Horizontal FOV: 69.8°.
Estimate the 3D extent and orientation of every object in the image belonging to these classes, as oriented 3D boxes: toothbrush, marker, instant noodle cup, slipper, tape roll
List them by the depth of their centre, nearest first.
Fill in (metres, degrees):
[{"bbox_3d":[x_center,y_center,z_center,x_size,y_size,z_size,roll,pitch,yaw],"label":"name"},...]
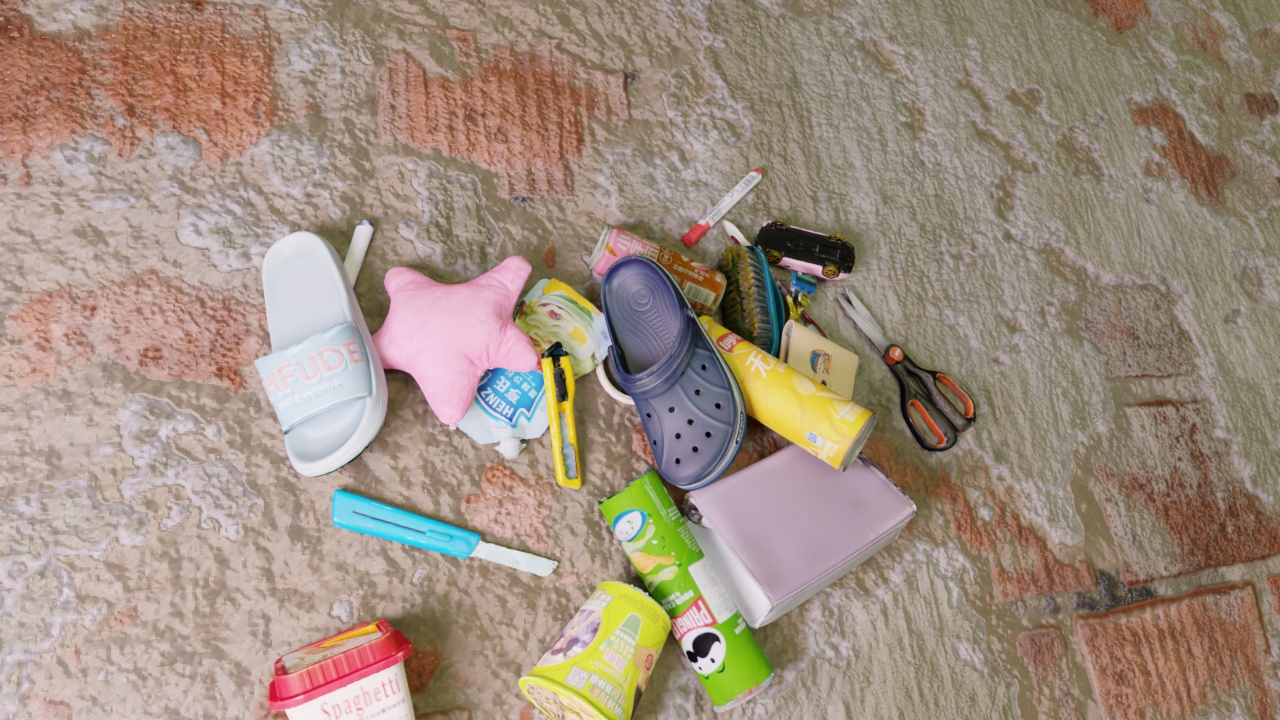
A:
[{"bbox_3d":[-0.241,0.299,0.774,0.116,0.117,0.124,-17,90,-23],"label":"instant noodle cup"},{"bbox_3d":[-0.033,0.276,0.852,0.111,0.112,0.123,37,58,-3],"label":"instant noodle cup"},{"bbox_3d":[-0.308,-0.015,0.858,0.104,0.074,0.245,-19,73,7],"label":"slipper"},{"bbox_3d":[0.026,0.003,0.921,0.105,0.095,0.252,-25,74,19],"label":"slipper"},{"bbox_3d":[-0.299,-0.086,0.932,0.022,0.018,0.130,13,68,-4],"label":"marker"},{"bbox_3d":[-0.006,0.006,0.999,0.085,0.014,0.085,6,70,-16],"label":"tape roll"},{"bbox_3d":[0.156,-0.092,1.087,0.017,0.016,0.187,-39,87,-16],"label":"toothbrush"},{"bbox_3d":[0.100,-0.185,1.098,0.017,0.017,0.145,44,64,0],"label":"marker"}]

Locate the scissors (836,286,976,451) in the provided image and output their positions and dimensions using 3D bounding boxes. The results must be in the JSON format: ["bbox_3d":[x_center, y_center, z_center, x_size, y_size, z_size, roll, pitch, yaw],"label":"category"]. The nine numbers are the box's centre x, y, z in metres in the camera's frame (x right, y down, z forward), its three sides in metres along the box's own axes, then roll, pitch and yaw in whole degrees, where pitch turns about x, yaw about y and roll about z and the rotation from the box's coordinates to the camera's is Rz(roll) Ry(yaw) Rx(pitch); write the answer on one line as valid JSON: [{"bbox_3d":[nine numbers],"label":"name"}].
[{"bbox_3d":[0.304,0.013,1.095,0.234,0.022,0.152,31,66,-7],"label":"scissors"}]

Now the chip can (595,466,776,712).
[{"bbox_3d":[0.044,0.223,0.910,0.072,0.072,0.236,-27,81,-24],"label":"chip can"}]

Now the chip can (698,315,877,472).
[{"bbox_3d":[0.137,0.033,0.962,0.213,0.072,0.071,32,62,21],"label":"chip can"}]

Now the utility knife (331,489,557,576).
[{"bbox_3d":[-0.187,0.171,0.882,0.225,0.018,0.034,19,66,-13],"label":"utility knife"}]

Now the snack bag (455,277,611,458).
[{"bbox_3d":[-0.116,0.008,0.951,0.110,0.039,0.190,43,68,-7],"label":"snack bag"}]

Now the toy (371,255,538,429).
[{"bbox_3d":[-0.195,-0.018,0.902,0.195,0.075,0.178,-6,68,5],"label":"toy"}]

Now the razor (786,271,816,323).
[{"bbox_3d":[0.180,-0.029,1.061,0.042,0.022,0.142,12,80,-41],"label":"razor"}]

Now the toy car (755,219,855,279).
[{"bbox_3d":[0.198,-0.131,1.103,0.122,0.037,0.056,15,63,0],"label":"toy car"}]

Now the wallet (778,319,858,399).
[{"bbox_3d":[0.201,0.014,1.041,0.115,0.024,0.087,25,71,-35],"label":"wallet"}]

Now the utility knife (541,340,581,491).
[{"bbox_3d":[-0.077,0.058,0.933,0.033,0.015,0.156,-9,93,-29],"label":"utility knife"}]

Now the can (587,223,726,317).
[{"bbox_3d":[0.019,-0.098,1.019,0.147,0.058,0.057,23,66,-10],"label":"can"}]

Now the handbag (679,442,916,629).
[{"bbox_3d":[0.158,0.165,0.952,0.196,0.099,0.145,-25,65,-23],"label":"handbag"}]

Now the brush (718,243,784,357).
[{"bbox_3d":[0.133,-0.063,1.048,0.073,0.055,0.143,8,69,-40],"label":"brush"}]
